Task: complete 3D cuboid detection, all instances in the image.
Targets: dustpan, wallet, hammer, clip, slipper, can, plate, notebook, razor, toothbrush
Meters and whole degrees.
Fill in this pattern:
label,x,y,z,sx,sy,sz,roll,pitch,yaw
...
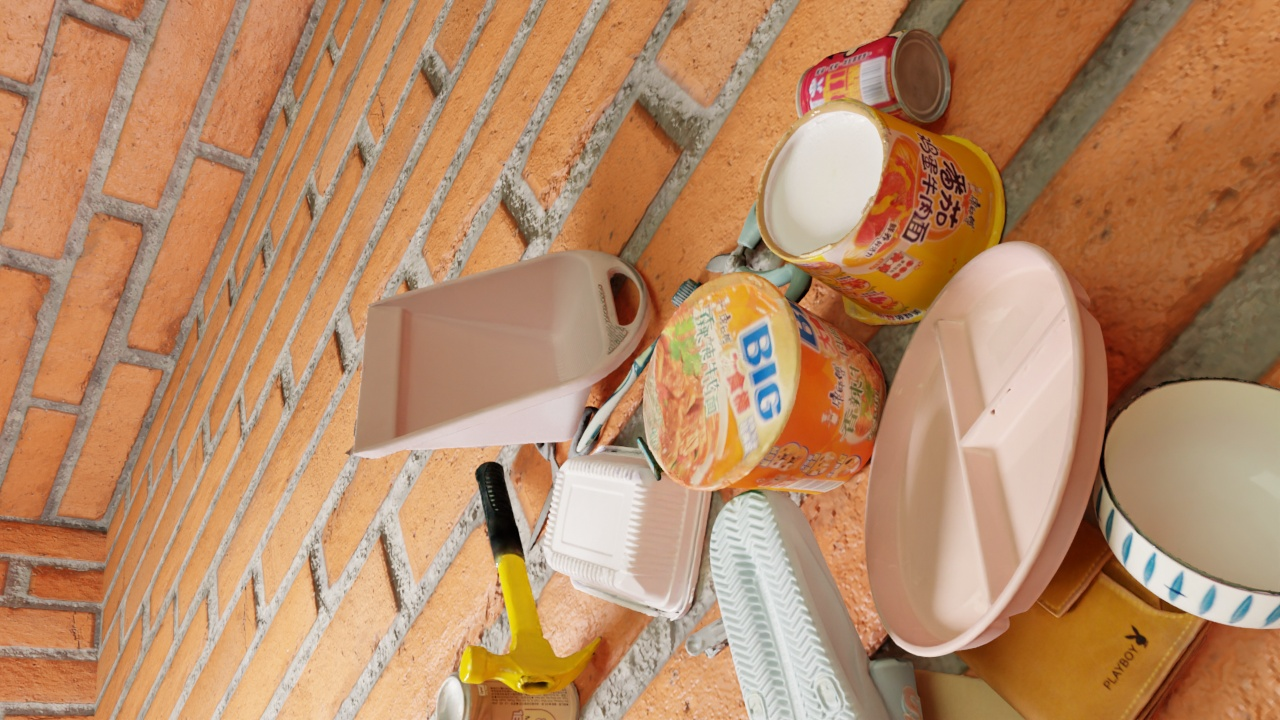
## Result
label,x,y,z,sx,sy,sz,roll,pitch,yaw
dustpan,-0.137,-0.030,0.884,0.222,0.273,0.139,-106,25,-45
wallet,0.224,0.132,0.492,0.130,0.035,0.119,44,115,53
hammer,-0.123,0.195,0.875,0.033,0.128,0.300,-63,28,21
clip,0.060,0.205,0.695,0.056,0.027,0.024,-41,48,23
slipper,0.115,0.194,0.562,0.104,0.074,0.245,-43,60,46
can,-0.116,0.305,0.807,0.059,0.116,0.058,-25,58,47
plate,0.181,0.048,0.505,0.229,0.028,0.229,-167,92,-85
notebook,0.174,0.258,0.530,0.212,0.012,0.149,-13,65,50
can,0.167,-0.196,0.668,0.094,0.066,0.066,0,77,53
razor,0.057,0.044,0.735,0.132,0.028,0.043,-39,37,6
toothbrush,-0.005,0.005,0.833,0.192,0.018,0.016,-54,8,7

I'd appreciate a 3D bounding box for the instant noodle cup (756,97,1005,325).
label,x,y,z,sx,sy,sz,roll,pitch,yaw
instant noodle cup,0.153,-0.103,0.615,0.138,0.109,0.138,-23,61,47

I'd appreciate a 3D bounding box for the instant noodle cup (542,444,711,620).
label,x,y,z,sx,sy,sz,roll,pitch,yaw
instant noodle cup,-0.022,0.141,0.796,0.174,0.060,0.138,-1,76,54

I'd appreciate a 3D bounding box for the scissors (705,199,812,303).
label,x,y,z,sx,sy,sz,roll,pitch,yaw
scissors,0.104,-0.102,0.742,0.181,0.019,0.170,-66,22,-1

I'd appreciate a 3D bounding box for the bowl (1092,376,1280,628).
label,x,y,z,sx,sy,sz,roll,pitch,yaw
bowl,0.266,0.071,0.417,0.066,0.116,0.116,77,170,-45

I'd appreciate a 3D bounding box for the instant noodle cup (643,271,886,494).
label,x,y,z,sx,sy,sz,roll,pitch,yaw
instant noodle cup,0.091,0.026,0.644,0.152,0.111,0.151,-26,56,46

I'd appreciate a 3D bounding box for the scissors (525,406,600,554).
label,x,y,z,sx,sy,sz,roll,pitch,yaw
scissors,-0.086,0.116,0.929,0.181,0.014,0.159,-61,38,19
